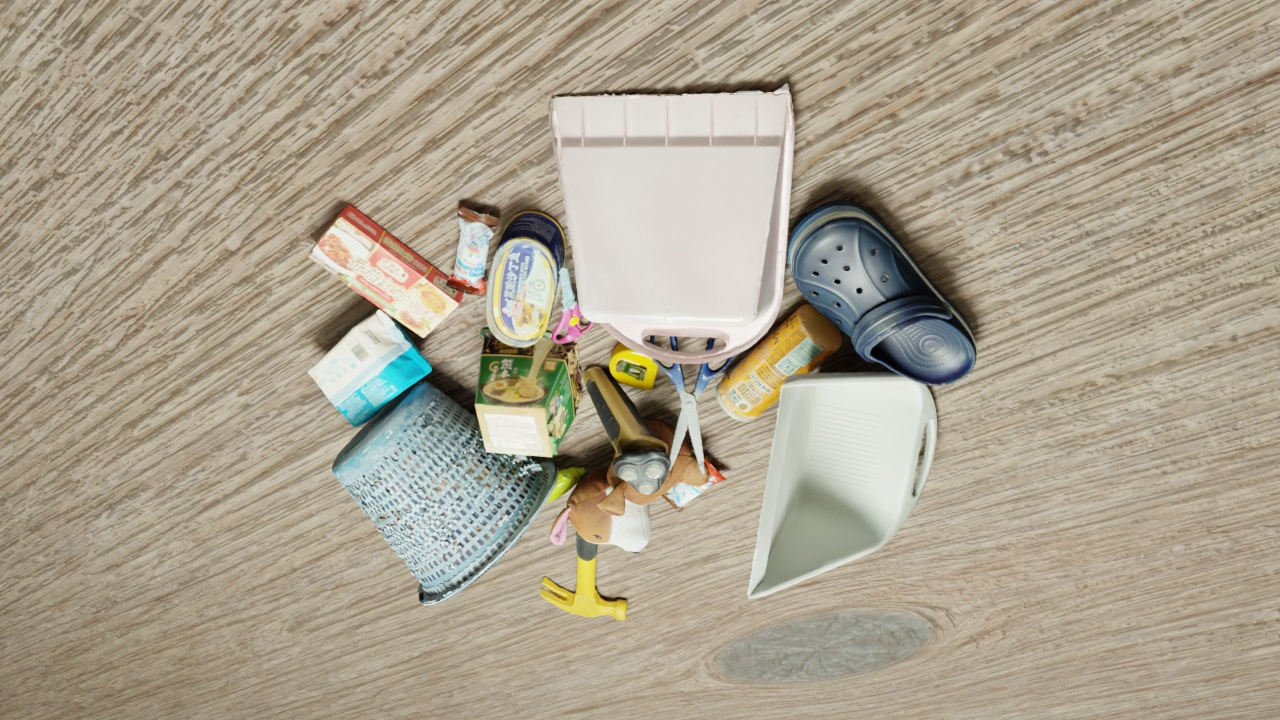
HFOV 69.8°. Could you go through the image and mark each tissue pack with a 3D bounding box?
[{"bbox_3d":[-0.309,0.010,1.052,0.140,0.063,0.090,-34,98,34],"label":"tissue pack"}]

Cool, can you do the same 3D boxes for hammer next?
[{"bbox_3d":[-0.076,0.267,1.276,0.129,0.032,0.301,7,133,3],"label":"hammer"}]

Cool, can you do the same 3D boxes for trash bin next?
[{"bbox_3d":[-0.243,0.139,1.088,0.227,0.225,0.195,-33,106,33],"label":"trash bin"}]

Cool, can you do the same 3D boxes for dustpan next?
[{"bbox_3d":[0.033,-0.122,0.893,0.223,0.138,0.273,5,100,12],"label":"dustpan"},{"bbox_3d":[0.224,0.114,0.945,0.143,0.257,0.223,11,104,18],"label":"dustpan"}]

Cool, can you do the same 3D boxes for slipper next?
[{"bbox_3d":[0.234,-0.045,0.889,0.252,0.095,0.105,38,126,-26],"label":"slipper"}]

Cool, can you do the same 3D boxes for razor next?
[{"bbox_3d":[-0.022,0.071,1.008,0.067,0.167,0.062,-6,136,-30],"label":"razor"}]

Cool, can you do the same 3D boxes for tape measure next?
[{"bbox_3d":[-0.006,0.006,1.024,0.057,0.028,0.060,14,133,-1],"label":"tape measure"}]

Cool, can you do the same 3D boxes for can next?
[{"bbox_3d":[-0.119,-0.081,0.952,0.074,0.049,0.148,15,133,-2],"label":"can"},{"bbox_3d":[0.145,0.005,0.973,0.058,0.058,0.146,31,130,-17],"label":"can"}]

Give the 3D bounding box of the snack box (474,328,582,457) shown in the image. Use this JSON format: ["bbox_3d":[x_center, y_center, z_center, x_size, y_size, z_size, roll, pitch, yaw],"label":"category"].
[{"bbox_3d":[-0.133,0.043,1.030,0.117,0.105,0.118,3,132,9],"label":"snack box"}]

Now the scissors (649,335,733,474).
[{"bbox_3d":[0.047,0.033,0.992,0.155,0.012,0.166,39,98,3],"label":"scissors"}]

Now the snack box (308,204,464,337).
[{"bbox_3d":[-0.272,-0.093,0.987,0.153,0.025,0.075,38,128,-22],"label":"snack box"}]

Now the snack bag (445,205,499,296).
[{"bbox_3d":[-0.173,-0.112,0.950,0.045,0.026,0.106,22,130,4],"label":"snack bag"}]

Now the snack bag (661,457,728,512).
[{"bbox_3d":[0.065,0.156,1.150,0.048,0.026,0.104,44,126,-11],"label":"snack bag"}]

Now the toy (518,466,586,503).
[{"bbox_3d":[-0.119,0.164,1.164,0.031,0.096,0.100,61,151,1],"label":"toy"}]

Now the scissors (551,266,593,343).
[{"bbox_3d":[-0.074,-0.059,0.951,0.054,0.017,0.133,-30,155,-14],"label":"scissors"}]

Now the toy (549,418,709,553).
[{"bbox_3d":[-0.013,0.163,1.098,0.200,0.130,0.140,-36,153,29],"label":"toy"}]
